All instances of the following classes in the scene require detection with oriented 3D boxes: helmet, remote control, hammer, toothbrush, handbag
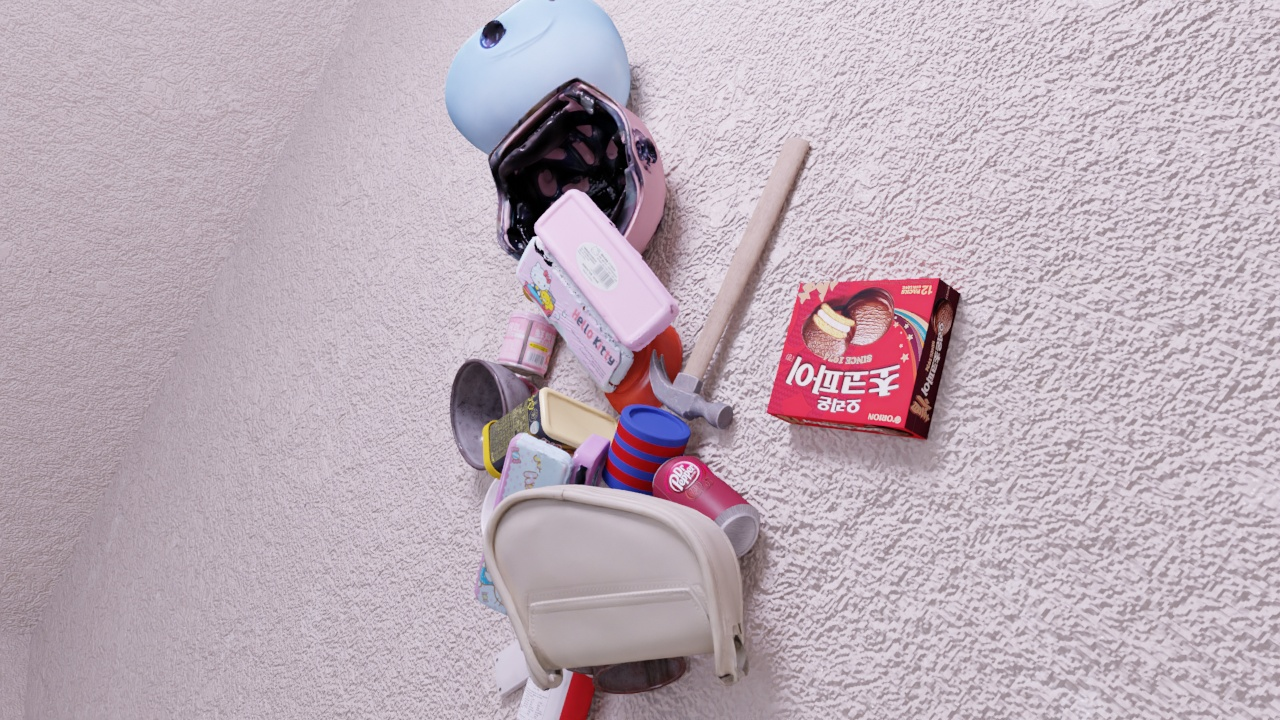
[{"bbox_3d":[-0.065,-0.209,1.154,0.231,0.152,0.255,-39,62,24],"label":"helmet"},{"bbox_3d":[-0.121,0.335,1.050,0.136,0.011,0.050,-40,44,29],"label":"remote control"},{"bbox_3d":[0.104,-0.092,0.988,0.119,0.030,0.331,20,85,41],"label":"hammer"},{"bbox_3d":[-0.141,0.043,1.225,0.135,0.016,0.021,23,90,52],"label":"toothbrush"},{"bbox_3d":[-0.013,0.201,0.836,0.230,0.131,0.184,-12,77,26],"label":"handbag"},{"bbox_3d":[-0.133,-0.369,1.261,0.266,0.225,0.166,-30,51,4],"label":"helmet"}]

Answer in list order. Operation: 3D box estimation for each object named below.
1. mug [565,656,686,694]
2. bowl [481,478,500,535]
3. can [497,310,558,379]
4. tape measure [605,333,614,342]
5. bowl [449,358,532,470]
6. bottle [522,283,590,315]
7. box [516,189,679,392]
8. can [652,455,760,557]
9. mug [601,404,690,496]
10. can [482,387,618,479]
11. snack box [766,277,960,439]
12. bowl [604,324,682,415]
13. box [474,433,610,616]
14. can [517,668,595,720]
[{"bbox_3d":[-0.025,0.259,0.893,0.096,0.123,0.110,97,166,-44],"label":"mug"},{"bbox_3d":[-0.144,0.185,1.123,0.105,0.054,0.104,-24,56,39],"label":"bowl"},{"bbox_3d":[-0.150,-0.021,1.228,0.067,0.067,0.076,3,74,50],"label":"can"},{"bbox_3d":[-0.051,-0.016,1.132,0.059,0.019,0.051,-50,14,20],"label":"tape measure"},{"bbox_3d":[-0.187,0.069,1.205,0.145,0.067,0.145,5,97,50],"label":"bowl"},{"bbox_3d":[-0.090,-0.086,1.202,0.186,0.053,0.053,21,87,52],"label":"bottle"},{"bbox_3d":[-0.061,-0.079,1.041,0.156,0.058,0.201,-48,69,24],"label":"box"},{"bbox_3d":[0.062,0.142,0.893,0.063,0.063,0.114,-60,38,7],"label":"can"},{"bbox_3d":[0.007,0.091,0.977,0.111,0.075,0.076,-78,6,-70],"label":"mug"},{"bbox_3d":[-0.098,0.097,1.055,0.101,0.130,0.072,-34,47,30],"label":"can"},{"bbox_3d":[0.198,-0.004,0.833,0.152,0.035,0.132,3,74,50],"label":"snack box"},{"bbox_3d":[-0.006,0.006,1.070,0.122,0.035,0.121,-26,52,39],"label":"bowl"},{"bbox_3d":[-0.110,0.173,0.987,0.089,0.092,0.214,-48,-25,-67],"label":"box"},{"bbox_3d":[-0.077,0.321,0.958,0.070,0.070,0.132,5,75,51],"label":"can"}]
